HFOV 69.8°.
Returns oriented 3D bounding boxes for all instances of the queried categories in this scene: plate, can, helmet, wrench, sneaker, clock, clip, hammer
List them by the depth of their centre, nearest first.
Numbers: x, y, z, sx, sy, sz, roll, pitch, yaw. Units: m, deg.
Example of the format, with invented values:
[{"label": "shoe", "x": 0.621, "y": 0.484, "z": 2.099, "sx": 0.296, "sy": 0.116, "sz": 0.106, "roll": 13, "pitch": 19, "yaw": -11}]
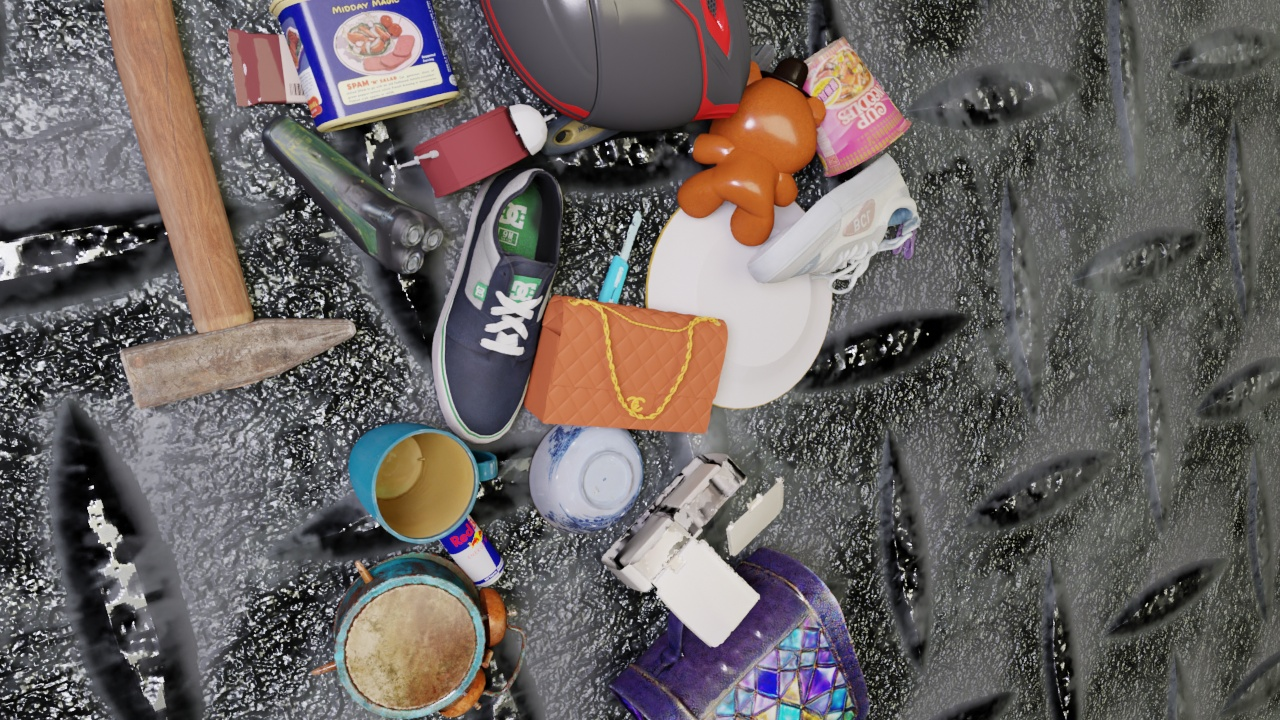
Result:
[{"label": "hammer", "x": -0.318, "y": -0.129, "z": 0.657, "sx": 0.157, "sy": 0.037, "sz": 0.301, "roll": -17, "pitch": 103, "yaw": -28}, {"label": "can", "x": -0.202, "y": -0.230, "z": 0.687, "sx": 0.116, "sy": 0.057, "sz": 0.092, "roll": -23, "pitch": 106, "yaw": -26}, {"label": "helmet", "x": -0.039, "y": -0.289, "z": 0.730, "sx": 0.169, "sy": 0.164, "sz": 0.265, "roll": -30, "pitch": 104, "yaw": -17}, {"label": "clock", "x": -0.127, "y": -0.171, "z": 0.735, "sx": 0.124, "sy": 0.087, "sz": 0.044, "roll": -32, "pitch": 108, "yaw": -20}, {"label": "clock", "x": -0.171, "y": 0.226, "z": 0.748, "sx": 0.157, "sy": 0.073, "sz": 0.121, "roll": 22, "pitch": 86, "yaw": -17}, {"label": "sneaker", "x": -0.112, "y": -0.045, "z": 0.758, "sx": 0.084, "sy": 0.079, "sz": 0.235, "roll": 11, "pitch": 89, "yaw": -31}, {"label": "can", "x": -0.152, "y": 0.149, "z": 0.778, "sx": 0.032, "sy": 0.032, "sz": 0.095, "roll": -40, "pitch": 112, "yaw": -21}, {"label": "wrench", "x": 0.020, "y": -0.247, "z": 0.850, "sx": 0.272, "sy": 0.022, "sz": 0.073, "roll": -31, "pitch": 115, "yaw": -25}, {"label": "sneaker", "x": 0.202, "y": -0.121, "z": 0.900, "sx": 0.241, "sy": 0.090, "sz": 0.091, "roll": -36, "pitch": 90, "yaw": -38}, {"label": "plate", "x": 0.109, "y": -0.065, "z": 0.916, "sx": 0.229, "sy": 0.021, "sz": 0.230, "roll": -3, "pitch": 96, "yaw": -30}, {"label": "clip", "x": 0.295, "y": -0.140, "z": 1.022, "sx": 0.035, "sy": 0.013, "sz": 0.052, "roll": 12, "pitch": 86, "yaw": -31}]

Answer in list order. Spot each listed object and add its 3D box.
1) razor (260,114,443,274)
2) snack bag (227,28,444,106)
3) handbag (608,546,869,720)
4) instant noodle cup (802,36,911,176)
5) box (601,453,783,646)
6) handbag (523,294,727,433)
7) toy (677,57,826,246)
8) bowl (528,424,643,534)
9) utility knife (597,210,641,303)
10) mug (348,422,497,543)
[{"label": "razor", "x": -0.219, "y": -0.130, "z": 0.699, "sx": 0.151, "sy": 0.067, "sz": 0.053, "roll": 43, "pitch": 69, "yaw": -17}, {"label": "snack bag", "x": -0.232, "y": -0.225, "z": 0.712, "sx": 0.157, "sy": 0.013, "sz": 0.057, "roll": -9, "pitch": 100, "yaw": -29}, {"label": "handbag", "x": 0.093, "y": 0.302, "z": 0.878, "sx": 0.204, "sy": 0.126, "sz": 0.222, "roll": -37, "pitch": 113, "yaw": -22}, {"label": "instant noodle cup", "x": 0.200, "y": -0.256, "z": 0.916, "sx": 0.097, "sy": 0.098, "sz": 0.108, "roll": -40, "pitch": 105, "yaw": -21}, {"label": "box", "x": 0.067, "y": 0.168, "z": 0.799, "sx": 0.106, "sy": 0.193, "sz": 0.143, "roll": 45, "pitch": 77, "yaw": -6}, {"label": "handbag", "x": -0.005, "y": 0.005, "z": 0.819, "sx": 0.171, "sy": 0.060, "sz": 0.109, "roll": 6, "pitch": 103, "yaw": -32}, {"label": "toy", "x": 0.111, "y": -0.201, "z": 0.862, "sx": 0.112, "sy": 0.096, "sz": 0.176, "roll": 27, "pitch": 97, "yaw": -13}, {"label": "bowl", "x": -0.040, "y": 0.106, "z": 0.831, "sx": 0.114, "sy": 0.045, "sz": 0.114, "roll": -3, "pitch": 95, "yaw": -30}, {"label": "utility knife", "x": -0.028, "y": -0.067, "z": 0.841, "sx": 0.022, "sy": 0.015, "sz": 0.151, "roll": 20, "pitch": 84, "yaw": -32}, {"label": "mug", "x": -0.170, "y": 0.087, "z": 0.721, "sx": 0.112, "sy": 0.104, "sz": 0.084, "roll": -6, "pitch": 97, "yaw": -32}]
